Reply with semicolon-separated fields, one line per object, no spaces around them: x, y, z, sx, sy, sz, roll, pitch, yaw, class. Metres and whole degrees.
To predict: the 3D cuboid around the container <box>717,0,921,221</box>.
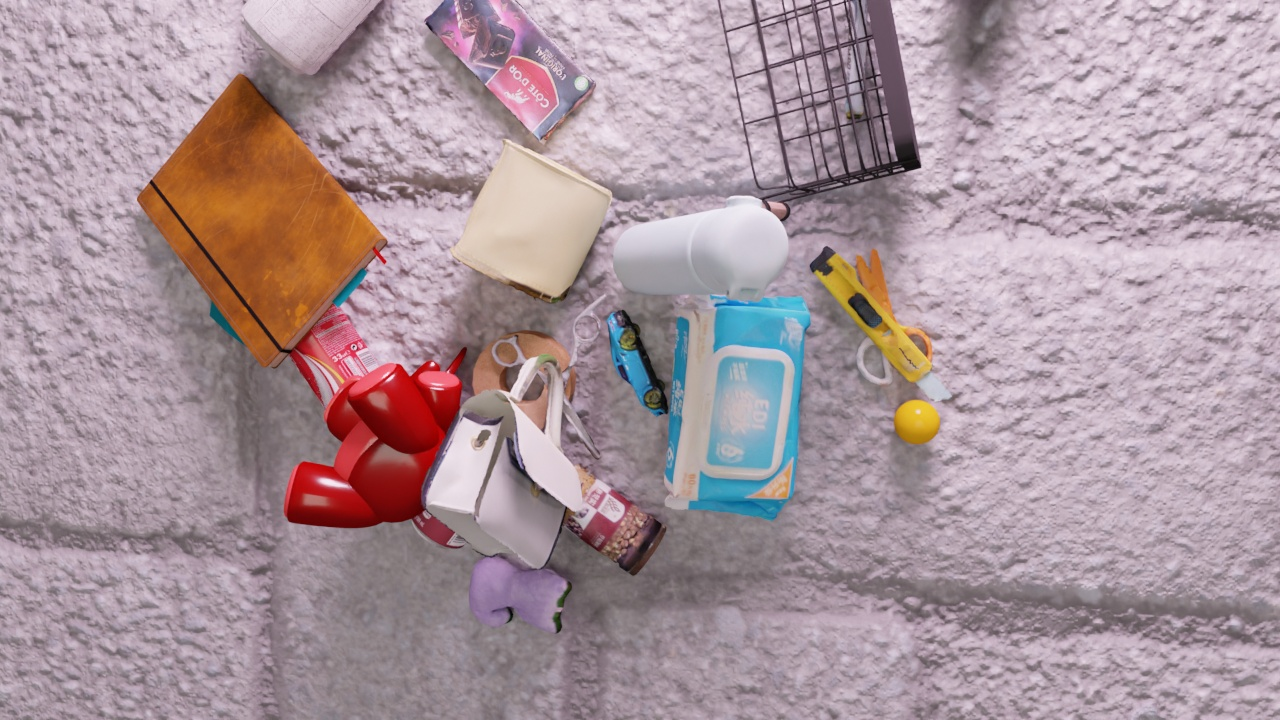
0.135;-0.242;0.726;0.130;0.162;0.241;-11;95;20;container

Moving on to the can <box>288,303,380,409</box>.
-0.292;-0.006;0.864;0.064;0.064;0.105;-33;93;9;can

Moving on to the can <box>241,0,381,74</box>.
-0.280;-0.326;0.811;0.136;0.078;0.078;-43;92;10;can

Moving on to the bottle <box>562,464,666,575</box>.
-0.034;0.149;0.862;0.105;0.056;0.056;35;100;0;bottle

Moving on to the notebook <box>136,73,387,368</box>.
-0.353;-0.118;0.841;0.178;0.014;0.249;-46;73;10;notebook

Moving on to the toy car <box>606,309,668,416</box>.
-0.005;0.005;0.843;0.032;0.048;0.105;-24;95;8;toy car

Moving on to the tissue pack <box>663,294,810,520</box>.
0.085;0.044;0.823;0.117;0.066;0.209;4;100;-10;tissue pack

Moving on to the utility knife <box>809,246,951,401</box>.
0.216;-0.030;0.822;0.031;0.017;0.175;-41;93;21;utility knife

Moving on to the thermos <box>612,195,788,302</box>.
0.044;-0.086;0.745;0.065;0.207;0.078;5;91;-23;thermos

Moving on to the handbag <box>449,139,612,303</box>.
-0.097;-0.121;0.823;0.111;0.081;0.119;26;98;-6;handbag

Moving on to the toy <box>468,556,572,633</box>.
-0.119;0.232;0.894;0.100;0.036;0.080;16;109;9;toy

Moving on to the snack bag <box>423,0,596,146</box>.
-0.118;-0.278;0.833;0.155;0.018;0.075;45;99;-3;snack bag

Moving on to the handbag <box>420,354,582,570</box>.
-0.095;0.075;0.774;0.074;0.151;0.175;9;64;22;handbag

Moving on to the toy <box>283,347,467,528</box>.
-0.216;0.064;0.797;0.120;0.197;0.158;33;100;-9;toy

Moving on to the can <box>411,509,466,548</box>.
-0.164;0.120;0.868;0.063;0.063;0.114;38;100;0;can

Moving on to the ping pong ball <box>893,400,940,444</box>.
0.249;0.056;0.828;0.040;0.040;0.040;1;98;6;ping pong ball

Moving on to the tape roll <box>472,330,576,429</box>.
-0.109;0.019;0.867;0.094;0.027;0.094;1;98;6;tape roll

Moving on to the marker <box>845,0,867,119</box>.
0.189;-0.286;0.799;0.017;0.017;0.146;1;98;6;marker

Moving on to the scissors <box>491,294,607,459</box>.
-0.068;0.015;0.838;0.141;0.014;0.172;38;104;2;scissors

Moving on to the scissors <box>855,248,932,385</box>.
0.214;-0.039;0.834;0.073;0.012;0.131;-24;96;8;scissors
